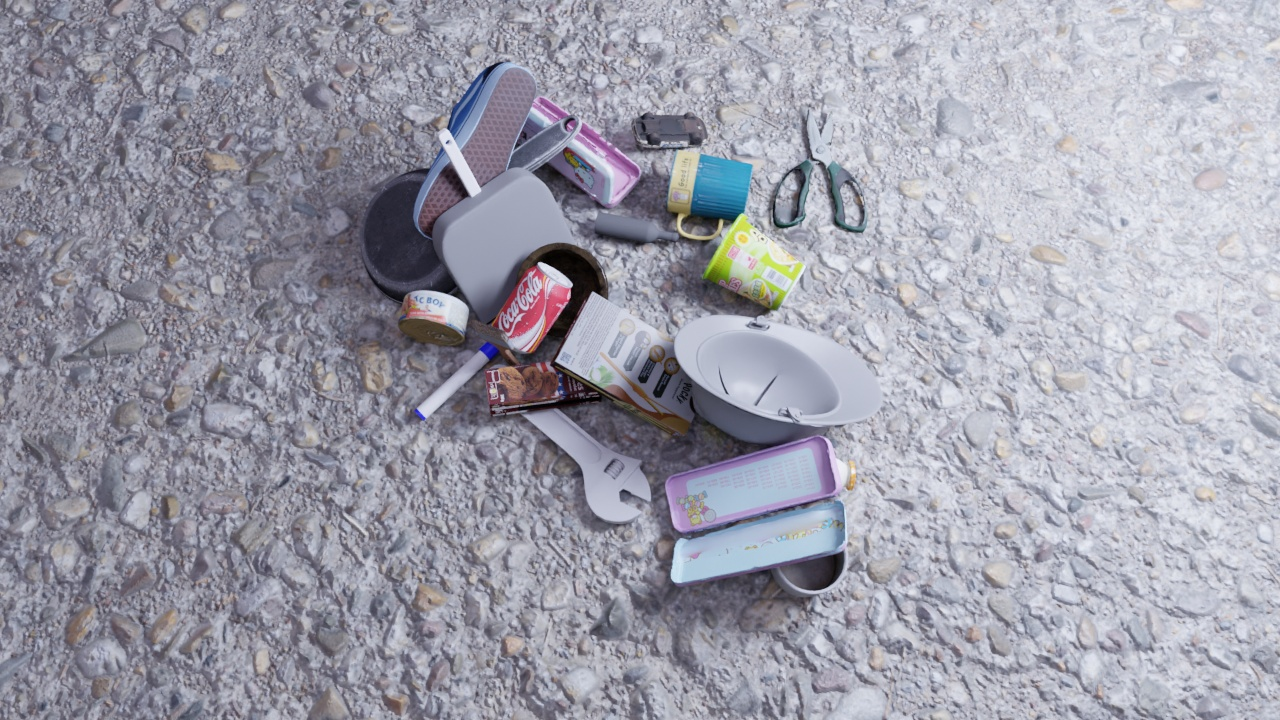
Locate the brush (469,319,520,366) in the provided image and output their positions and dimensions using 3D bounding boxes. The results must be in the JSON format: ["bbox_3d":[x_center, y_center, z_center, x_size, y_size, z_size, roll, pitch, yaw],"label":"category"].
[{"bbox_3d":[-0.167,-0.013,1.132,0.045,0.143,0.008,20,73,17],"label":"brush"}]

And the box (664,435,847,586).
[{"bbox_3d":[0.130,0.178,1.062,0.215,0.049,0.149,-18,53,24],"label":"box"}]

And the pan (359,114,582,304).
[{"bbox_3d":[-0.227,-0.214,1.204,0.357,0.055,0.187,-35,75,13],"label":"pan"}]

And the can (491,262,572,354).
[{"bbox_3d":[-0.135,-0.065,1.145,0.064,0.064,0.105,39,104,13],"label":"can"}]

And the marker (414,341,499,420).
[{"bbox_3d":[-0.234,0.022,1.187,0.020,0.020,0.141,43,77,14],"label":"marker"}]

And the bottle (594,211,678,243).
[{"bbox_3d":[-0.004,-0.176,1.244,0.113,0.030,0.030,12,71,6],"label":"bottle"}]

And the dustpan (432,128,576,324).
[{"bbox_3d":[-0.187,-0.179,1.145,0.163,0.258,0.033,-37,49,-11],"label":"dustpan"}]

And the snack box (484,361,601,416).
[{"bbox_3d":[-0.123,0.032,1.160,0.141,0.032,0.051,-7,60,-9],"label":"snack box"}]

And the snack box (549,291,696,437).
[{"bbox_3d":[-0.007,0.007,1.144,0.186,0.032,0.101,30,73,-12],"label":"snack box"}]

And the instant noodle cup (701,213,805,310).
[{"bbox_3d":[0.150,-0.120,1.192,0.108,0.099,0.098,33,74,4],"label":"instant noodle cup"}]

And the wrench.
[{"bbox_3d":[-0.100,0.103,1.157,0.273,0.018,0.086,37,76,15],"label":"wrench"}]

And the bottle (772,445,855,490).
[{"bbox_3d":[0.204,0.137,1.112,0.109,0.063,0.063,4,71,3],"label":"bottle"}]

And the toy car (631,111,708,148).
[{"bbox_3d":[0.041,-0.320,1.291,0.112,0.041,0.048,-5,70,-19],"label":"toy car"}]

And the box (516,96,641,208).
[{"bbox_3d":[-0.097,-0.302,1.253,0.202,0.103,0.087,39,78,13],"label":"box"}]

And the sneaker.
[{"bbox_3d":[-0.217,-0.266,1.163,0.098,0.083,0.241,34,95,53],"label":"sneaker"}]

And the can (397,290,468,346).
[{"bbox_3d":[-0.265,-0.053,1.179,0.086,0.086,0.043,7,69,4],"label":"can"}]

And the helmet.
[{"bbox_3d":[0.151,0.047,1.122,0.271,0.118,0.183,9,40,-18],"label":"helmet"}]

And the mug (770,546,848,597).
[{"bbox_3d":[0.202,0.222,1.078,0.084,0.070,0.113,30,74,11],"label":"mug"}]

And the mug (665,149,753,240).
[{"bbox_3d":[0.090,-0.219,1.238,0.107,0.083,0.114,10,100,2],"label":"mug"}]

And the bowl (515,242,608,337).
[{"bbox_3d":[-0.096,-0.093,1.197,0.121,0.056,0.121,2,99,11],"label":"bowl"}]

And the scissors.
[{"bbox_3d":[0.230,-0.263,1.277,0.146,0.015,0.209,-11,71,-1],"label":"scissors"}]
